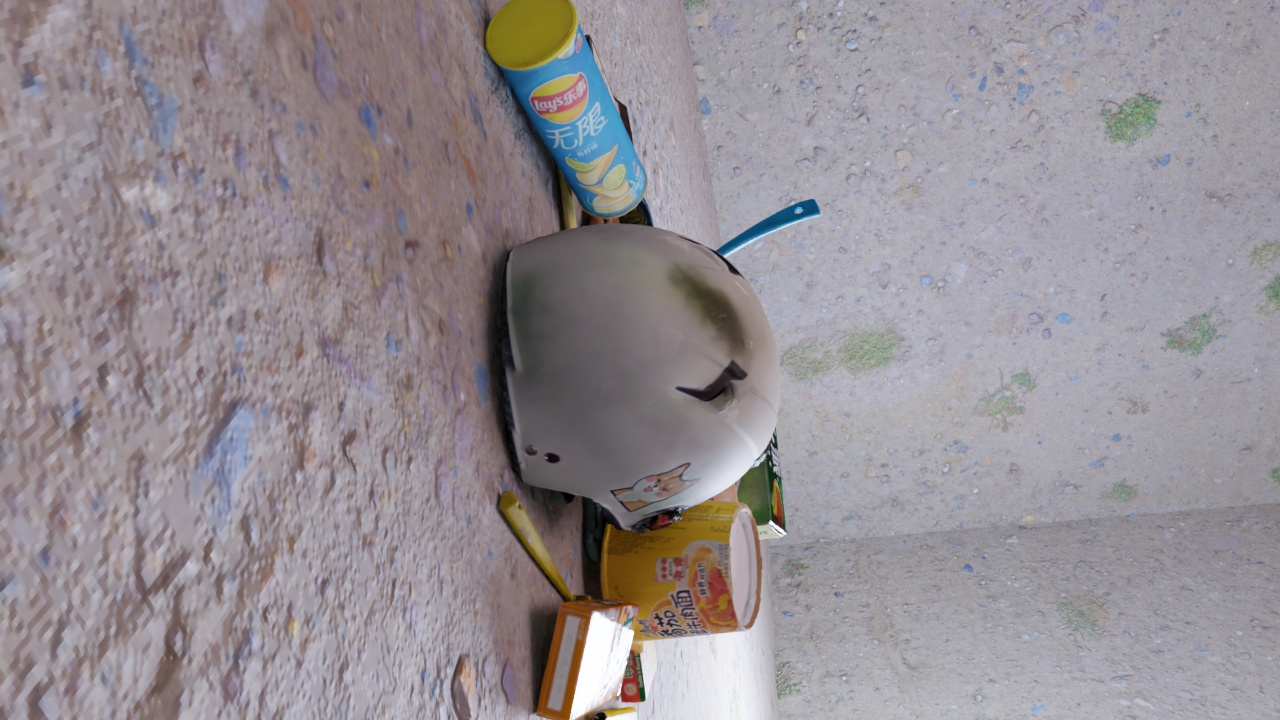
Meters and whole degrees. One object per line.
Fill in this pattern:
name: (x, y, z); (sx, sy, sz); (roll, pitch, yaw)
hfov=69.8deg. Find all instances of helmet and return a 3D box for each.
helmet: (0.023, 0.002, 0.684); (0.274, 0.157, 0.229); (31, 51, -49)

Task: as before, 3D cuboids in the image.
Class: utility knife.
utility knife: (-0.020, 0.316, 0.787); (0.170, 0.015, 0.033); (61, 30, -69)
utility knife: (-0.060, -0.099, 0.839); (0.031, 0.022, 0.212); (36, 40, -76)

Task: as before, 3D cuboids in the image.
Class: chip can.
chip can: (-0.053, -0.202, 0.758); (0.210, 0.071, 0.071); (56, 29, -62)

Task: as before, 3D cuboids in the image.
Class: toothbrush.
toothbrush: (-0.063, 0.144, 0.655); (0.190, 0.017, 0.015); (71, 16, -51)

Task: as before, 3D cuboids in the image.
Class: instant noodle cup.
instant noodle cup: (0.042, 0.181, 0.806); (0.137, 0.110, 0.138); (-4, 90, -69)

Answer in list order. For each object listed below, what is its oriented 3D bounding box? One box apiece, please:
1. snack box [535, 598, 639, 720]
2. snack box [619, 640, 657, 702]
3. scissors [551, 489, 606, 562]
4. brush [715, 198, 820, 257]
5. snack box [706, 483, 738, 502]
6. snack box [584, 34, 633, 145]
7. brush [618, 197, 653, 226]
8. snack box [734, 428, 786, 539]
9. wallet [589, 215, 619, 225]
snack box: (-0.036, 0.217, 0.677); (0.154, 0.026, 0.075); (48, 54, -73)
snack box: (-0.010, 0.232, 0.867); (0.077, 0.027, 0.156); (-35, 118, -79)
scissors: (-0.051, 0.085, 0.768); (0.181, 0.019, 0.170); (36, 49, -76)
brush: (0.075, -0.108, 0.992); (0.046, 0.255, 0.083); (48, 20, -43)
snack box: (0.060, 0.135, 0.928); (0.157, 0.026, 0.084); (-146, -136, -68)
snack box: (-0.043, -0.236, 0.912); (0.126, 0.053, 0.113); (60, 20, -67)
brush: (-0.008, -0.143, 1.061); (0.144, 0.055, 0.073); (72, 15, -46)
snack box: (0.096, 0.089, 1.062); (0.063, 0.115, 0.239); (42, 41, -56)
wallet: (-0.035, -0.099, 0.951); (0.108, 0.031, 0.131); (77, 11, -50)
